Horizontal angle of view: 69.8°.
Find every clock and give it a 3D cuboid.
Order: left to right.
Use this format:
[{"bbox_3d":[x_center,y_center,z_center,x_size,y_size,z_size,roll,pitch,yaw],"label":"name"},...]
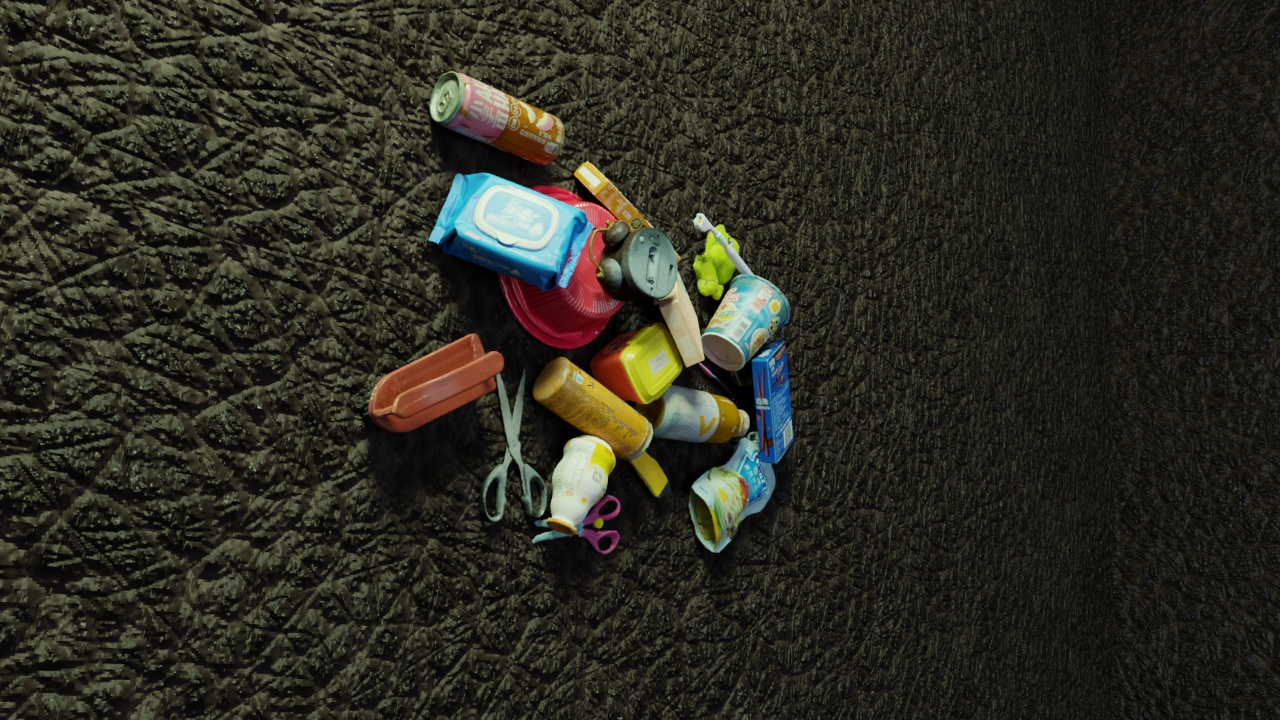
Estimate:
[{"bbox_3d":[-0.011,-0.111,1.038,0.121,0.055,0.082,22,70,-43],"label":"clock"}]

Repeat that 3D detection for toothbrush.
[{"bbox_3d":[0.127,0.051,1.297,0.189,0.014,0.017,41,69,-36],"label":"toothbrush"},{"bbox_3d":[0.129,-0.138,1.269,0.189,0.021,0.029,42,31,-42],"label":"toothbrush"}]

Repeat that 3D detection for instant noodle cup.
[{"bbox_3d":[-0.074,-0.112,1.059,0.193,0.066,0.193,8,79,-46],"label":"instant noodle cup"},{"bbox_3d":[0.139,-0.047,1.268,0.109,0.099,0.099,-52,122,-29],"label":"instant noodle cup"}]

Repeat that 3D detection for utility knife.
[{"bbox_3d":[-0.015,0.102,1.134,0.193,0.015,0.033,56,49,-26],"label":"utility knife"}]

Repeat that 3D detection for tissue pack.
[{"bbox_3d":[-0.135,-0.138,0.958,0.157,0.052,0.094,21,64,-1],"label":"tissue pack"}]

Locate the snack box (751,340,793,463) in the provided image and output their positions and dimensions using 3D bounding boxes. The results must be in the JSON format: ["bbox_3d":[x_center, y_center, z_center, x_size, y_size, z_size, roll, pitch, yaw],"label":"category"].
[{"bbox_3d":[0.188,0.058,1.302,0.084,0.026,0.157,-39,126,-57],"label":"snack box"}]

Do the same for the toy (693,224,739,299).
[{"bbox_3d":[0.107,-0.136,1.283,0.099,0.031,0.097,-30,113,-42],"label":"toy"}]

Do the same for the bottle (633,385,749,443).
[{"bbox_3d":[0.073,0.073,1.194,0.189,0.068,0.068,12,76,-46],"label":"bottle"}]

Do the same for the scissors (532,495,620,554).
[{"bbox_3d":[-0.073,0.204,1.063,0.137,0.017,0.077,-9,101,-43],"label":"scissors"}]

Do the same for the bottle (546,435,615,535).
[{"bbox_3d":[-0.071,0.141,1.033,0.063,0.063,0.108,43,56,-36],"label":"bottle"}]

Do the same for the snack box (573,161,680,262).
[{"bbox_3d":[-0.014,-0.176,1.126,0.026,0.075,0.153,-44,127,5],"label":"snack box"}]

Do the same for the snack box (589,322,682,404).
[{"bbox_3d":[-0.007,0.006,1.106,0.091,0.080,0.082,-43,115,-42],"label":"snack box"}]

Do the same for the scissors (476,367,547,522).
[{"bbox_3d":[-0.140,0.099,1.004,0.170,0.014,0.159,55,47,-26],"label":"scissors"}]

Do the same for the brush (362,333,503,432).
[{"bbox_3d":[-0.202,0.025,0.899,0.145,0.069,0.063,-30,106,-45],"label":"brush"}]

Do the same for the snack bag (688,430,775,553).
[{"bbox_3d":[0.134,0.178,1.273,0.190,0.039,0.110,-32,103,-48],"label":"snack bag"}]

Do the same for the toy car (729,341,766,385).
[{"bbox_3d":[0.154,0.000,1.315,0.090,0.035,0.042,-51,120,-40],"label":"toy car"}]

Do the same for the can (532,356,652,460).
[{"bbox_3d":[-0.054,0.057,1.054,0.146,0.058,0.058,38,59,-30],"label":"can"}]

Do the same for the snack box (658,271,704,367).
[{"bbox_3d":[0.050,-0.059,1.153,0.157,0.026,0.084,-87,154,-69],"label":"snack box"}]

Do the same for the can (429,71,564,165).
[{"bbox_3d":[-0.152,-0.260,0.995,0.147,0.058,0.058,12,77,-46],"label":"can"}]
